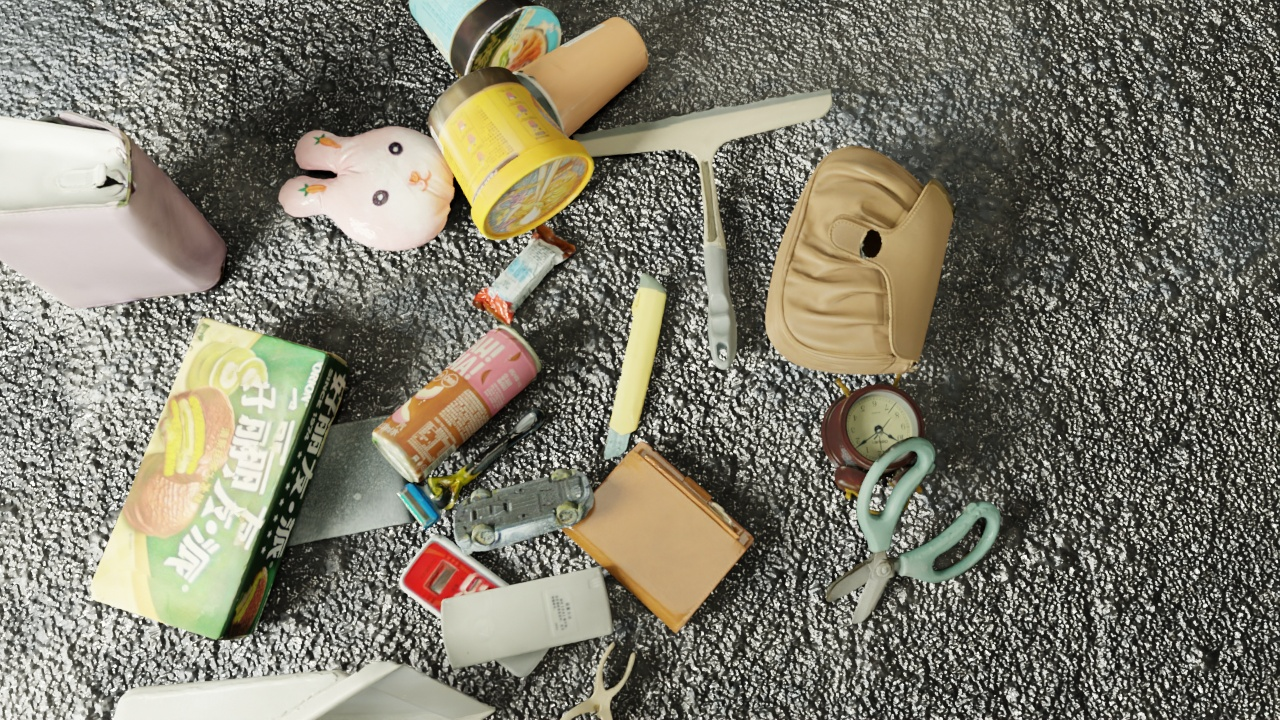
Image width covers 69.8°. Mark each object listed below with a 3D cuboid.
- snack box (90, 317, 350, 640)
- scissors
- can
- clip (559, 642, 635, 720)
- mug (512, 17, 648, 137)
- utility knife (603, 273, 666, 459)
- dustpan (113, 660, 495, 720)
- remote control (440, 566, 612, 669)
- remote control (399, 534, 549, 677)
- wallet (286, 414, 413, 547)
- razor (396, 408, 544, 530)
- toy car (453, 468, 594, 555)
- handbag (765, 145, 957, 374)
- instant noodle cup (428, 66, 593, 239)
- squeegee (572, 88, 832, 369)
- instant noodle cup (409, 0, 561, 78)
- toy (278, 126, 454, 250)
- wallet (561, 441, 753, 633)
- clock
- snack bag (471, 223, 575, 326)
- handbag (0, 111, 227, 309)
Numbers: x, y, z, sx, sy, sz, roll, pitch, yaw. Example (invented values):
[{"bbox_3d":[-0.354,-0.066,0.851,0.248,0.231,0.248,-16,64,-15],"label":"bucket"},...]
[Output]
[{"bbox_3d":[-0.337,0.094,0.747,0.114,0.063,0.239,16,78,6],"label":"snack box"},{"bbox_3d":[0.218,0.138,0.774,0.174,0.019,0.177,-26,109,-6],"label":"scissors"},{"bbox_3d":[-0.155,0.036,0.780,0.058,0.058,0.147,43,68,8],"label":"can"},{"bbox_3d":[-0.048,0.279,0.740,0.089,0.035,0.103,5,69,-3],"label":"clip"},{"bbox_3d":[-0.056,-0.272,0.877,0.122,0.078,0.078,-42,81,-18],"label":"mug"},{"bbox_3d":[-0.005,0.005,0.828,0.031,0.019,0.175,12,73,4],"label":"utility knife"},{"bbox_3d":[-0.256,0.303,0.630,0.258,0.223,0.142,-4,62,6],"label":"dustpan"},{"bbox_3d":[-0.092,0.208,0.742,0.135,0.019,0.056,-11,77,-10],"label":"remote control"},{"bbox_3d":[-0.134,0.203,0.763,0.136,0.020,0.055,35,74,7],"label":"remote control"},{"bbox_3d":[-0.260,0.103,0.785,0.121,0.019,0.097,-10,75,-4],"label":"wallet"},{"bbox_3d":[-0.140,0.088,0.794,0.142,0.022,0.042,-38,73,-19],"label":"razor"},{"bbox_3d":[-0.098,0.128,0.769,0.120,0.037,0.054,-17,33,-2],"label":"toy car"},{"bbox_3d":[0.199,-0.088,0.825,0.148,0.100,0.204,17,76,0],"label":"handbag"},{"bbox_3d":[-0.122,-0.188,0.822,0.118,0.119,0.114,-33,79,-12],"label":"instant noodle cup"},{"bbox_3d":[0.069,-0.111,0.856,0.247,0.039,0.246,-7,80,12],"label":"squeegee"},{"bbox_3d":[-0.155,-0.320,0.873,0.111,0.111,0.120,-39,71,-13],"label":"instant noodle cup"},{"bbox_3d":[-0.251,-0.161,0.844,0.159,0.054,0.121,8,73,3],"label":"toy"},{"bbox_3d":[0.016,0.147,0.782,0.132,0.031,0.107,40,79,8],"label":"wallet"},{"bbox_3d":[0.206,0.074,0.802,0.082,0.055,0.121,-3,76,-5],"label":"clock"},{"bbox_3d":[-0.107,-0.079,0.841,0.045,0.026,0.105,35,74,16],"label":"snack bag"},{"bbox_3d":[-0.440,-0.116,0.742,0.145,0.197,0.098,3,74,-4],"label":"handbag"}]
